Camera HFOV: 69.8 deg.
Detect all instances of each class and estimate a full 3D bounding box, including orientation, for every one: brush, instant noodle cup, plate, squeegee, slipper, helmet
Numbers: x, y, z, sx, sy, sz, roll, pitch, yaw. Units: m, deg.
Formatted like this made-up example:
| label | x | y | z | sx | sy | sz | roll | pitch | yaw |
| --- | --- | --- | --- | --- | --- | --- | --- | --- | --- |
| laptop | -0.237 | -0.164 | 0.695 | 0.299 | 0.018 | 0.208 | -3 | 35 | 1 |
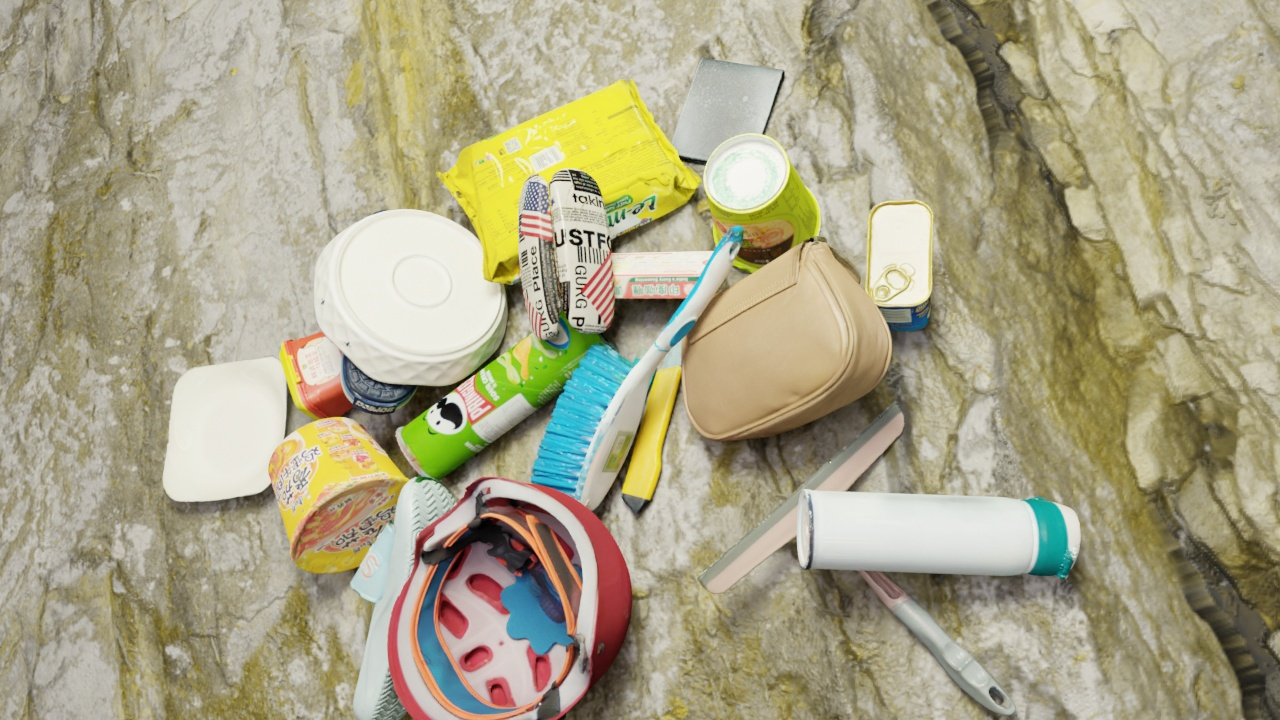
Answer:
| label | x | y | z | sx | sy | sz | roll | pitch | yaw |
| --- | --- | --- | --- | --- | --- | --- | --- | --- | --- |
| brush | -0.005 | 0.005 | 0.869 | 0.109 | 0.060 | 0.315 | 30 | 101 | 38 |
| instant noodle cup | -0.311 | 0.133 | 0.946 | 0.138 | 0.138 | 0.110 | -42 | 58 | 3 |
| instant noodle cup | 0.112 | -0.156 | 0.889 | 0.112 | 0.123 | 0.111 | -5 | 73 | 17 |
| plate | -0.233 | -0.073 | 0.954 | 0.204 | 0.046 | 0.204 | 12 | 60 | -21 |
| squeegee | 0.221 | 0.204 | 0.793 | 0.247 | 0.040 | 0.249 | -38 | 71 | -14 |
| slipper | -0.239 | 0.235 | 0.907 | 0.074 | 0.104 | 0.245 | 10 | 84 | 23 |
| helmet | -0.106 | 0.227 | 0.843 | 0.240 | 0.143 | 0.207 | -48 | 67 | 17 |
| slipper | -0.270 | -0.048 | 1.006 | 0.095 | 0.105 | 0.252 | -47 | 36 | 49 |
| plate | -0.472 | 0.082 | 1.062 | 0.164 | 0.034 | 0.163 | -7 | 72 | 16 |

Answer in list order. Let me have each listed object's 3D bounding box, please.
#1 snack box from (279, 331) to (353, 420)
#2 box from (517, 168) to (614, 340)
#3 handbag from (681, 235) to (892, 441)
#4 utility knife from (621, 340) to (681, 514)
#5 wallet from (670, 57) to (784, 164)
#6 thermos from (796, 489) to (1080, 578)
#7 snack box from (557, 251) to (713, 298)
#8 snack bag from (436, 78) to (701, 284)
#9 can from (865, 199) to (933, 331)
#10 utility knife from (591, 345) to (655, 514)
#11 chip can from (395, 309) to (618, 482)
| label | x | y | z | sx | sy | sz | roll | pitch | yaw |
| --- | --- | --- | --- | --- | --- | --- | --- | --- | --- |
| snack box | -0.344 | 0.013 | 1.017 | 0.080 | 0.082 | 0.091 | -25 | 68 | -1 |
| box | -0.079 | -0.102 | 0.894 | 0.087 | 0.075 | 0.162 | -9 | 85 | 41 |
| handbag | 0.126 | -0.011 | 0.833 | 0.205 | 0.099 | 0.147 | -29 | 68 | 43 |
| utility knife | 0.020 | 0.055 | 0.916 | 0.033 | 0.015 | 0.201 | 12 | 79 | 22 |
| wallet | 0.092 | -0.265 | 0.986 | 0.097 | 0.019 | 0.120 | 16 | 82 | 22 |
| thermos | 0.247 | 0.142 | 0.764 | 0.224 | 0.073 | 0.073 | 2 | 74 | 1 |
| snack box | -0.002 | -0.088 | 0.933 | 0.156 | 0.076 | 0.027 | 1 | 114 | 19 |
| snack bag | -0.079 | -0.195 | 0.972 | 0.246 | 0.068 | 0.158 | -26 | 68 | -3 |
| can | 0.241 | -0.084 | 0.847 | 0.057 | 0.083 | 0.102 | 0 | 75 | 19 |
| utility knife | -0.022 | 0.072 | 0.926 | 0.029 | 0.013 | 0.182 | 17 | 79 | 25 |
| chip can | -0.136 | 0.032 | 0.945 | 0.236 | 0.072 | 0.072 | -36 | 67 | 5 |
